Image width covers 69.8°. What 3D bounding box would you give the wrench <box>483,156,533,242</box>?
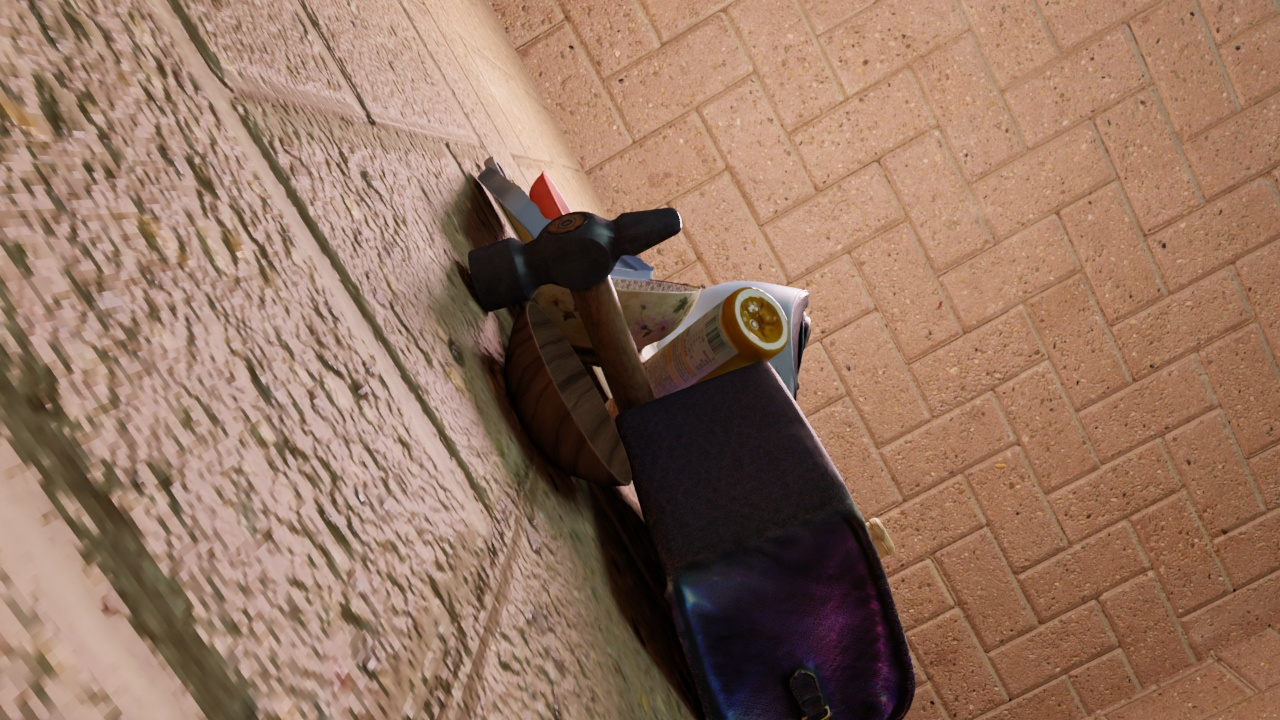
[{"bbox_3d":[-0.074,-0.069,0.867,0.273,0.018,0.083,60,7,-12],"label":"wrench"}]

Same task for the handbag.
[{"bbox_3d":[0.077,0.136,0.607,0.204,0.125,0.222,-112,-179,-57],"label":"handbag"}]

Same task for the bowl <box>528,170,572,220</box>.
[{"bbox_3d":[-0.093,-0.151,1.031,0.122,0.035,0.122,60,5,-10],"label":"bowl"}]

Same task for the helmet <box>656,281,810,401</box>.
[{"bbox_3d":[0.094,0.026,1.033,0.266,0.167,0.224,95,11,-48],"label":"helmet"}]

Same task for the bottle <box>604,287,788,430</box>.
[{"bbox_3d":[0.034,0.011,0.694,0.053,0.187,0.053,17,56,-27],"label":"bottle"}]

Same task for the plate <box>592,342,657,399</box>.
[{"bbox_3d":[-0.005,0.005,0.856,0.182,0.034,0.182,59,11,-20],"label":"plate"}]

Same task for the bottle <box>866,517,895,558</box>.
[{"bbox_3d":[0.149,0.193,0.823,0.072,0.161,0.046,57,7,-38],"label":"bottle"}]

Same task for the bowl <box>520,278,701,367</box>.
[{"bbox_3d":[-0.029,-0.031,0.683,0.145,0.145,0.063,-83,180,-81],"label":"bowl"}]

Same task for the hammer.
[{"bbox_3d":[-0.001,0.033,0.650,0.040,0.129,0.322,-102,174,-49],"label":"hammer"}]

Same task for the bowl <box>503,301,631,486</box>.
[{"bbox_3d":[-0.048,0.026,0.528,0.119,0.032,0.119,60,5,-10],"label":"bowl"}]

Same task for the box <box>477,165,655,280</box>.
[{"bbox_3d":[-0.068,-0.104,0.724,0.126,0.039,0.209,28,8,-21],"label":"box"}]
